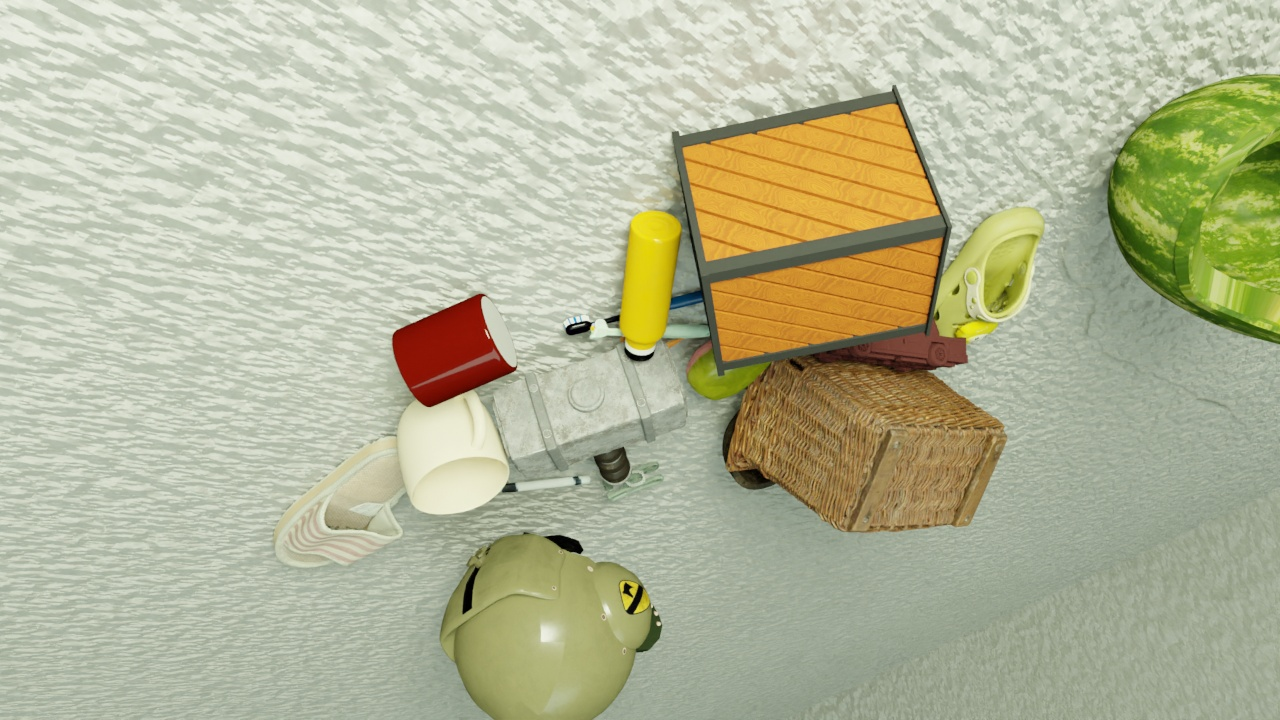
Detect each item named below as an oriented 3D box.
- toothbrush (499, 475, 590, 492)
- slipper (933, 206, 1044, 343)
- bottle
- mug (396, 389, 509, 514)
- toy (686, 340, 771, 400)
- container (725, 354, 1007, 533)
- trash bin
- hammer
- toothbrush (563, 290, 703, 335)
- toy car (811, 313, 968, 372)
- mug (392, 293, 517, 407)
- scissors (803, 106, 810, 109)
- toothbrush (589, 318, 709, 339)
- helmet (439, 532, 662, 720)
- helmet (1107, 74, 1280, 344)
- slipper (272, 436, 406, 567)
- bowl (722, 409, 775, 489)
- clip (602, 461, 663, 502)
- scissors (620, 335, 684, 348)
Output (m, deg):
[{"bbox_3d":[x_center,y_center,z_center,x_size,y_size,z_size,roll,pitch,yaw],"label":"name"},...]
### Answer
[{"bbox_3d":[-0.147,0.154,1.096,0.186,0.017,0.012,-3,165,-24],"label":"toothbrush"},{"bbox_3d":[0.369,-0.075,0.962,0.091,0.081,0.191,-10,145,-18],"label":"slipper"},{"bbox_3d":[0.006,-0.060,0.804,0.043,0.043,0.144,-9,136,-16],"label":"bottle"},{"bbox_3d":[-0.180,0.073,0.880,0.096,0.099,0.120,4,135,-36],"label":"mug"},{"bbox_3d":[0.101,-0.001,0.959,0.110,0.051,0.090,-33,148,17],"label":"toy"},{"bbox_3d":[0.256,0.090,1.008,0.249,0.183,0.162,3,114,-31],"label":"container"},{"bbox_3d":[0.128,-0.097,0.719,0.172,0.139,0.140,-11,148,4],"label":"trash bin"},{"bbox_3d":[-0.039,0.089,0.993,0.177,0.079,0.327,-18,158,-3],"label":"hammer"},{"bbox_3d":[0.009,-0.050,0.873,0.167,0.014,0.014,-14,148,-9],"label":"toothbrush"},{"bbox_3d":[0.259,-0.026,0.961,0.169,0.061,0.070,6,170,-25],"label":"toy car"},{"bbox_3d":[-0.157,-0.008,0.806,0.082,0.073,0.105,-23,176,6],"label":"mug"},{"bbox_3d":[0.156,-0.161,0.775,0.133,0.019,0.146,2,147,-23],"label":"scissors"},{"bbox_3d":[0.014,-0.029,0.888,0.154,0.015,0.022,-1,124,-41],"label":"toothbrush"},{"bbox_3d":[-0.120,0.318,1.115,0.251,0.255,0.232,-38,147,25],"label":"helmet"},{"bbox_3d":[0.543,-0.138,0.808,0.242,0.247,0.214,-42,157,-62],"label":"helmet"},{"bbox_3d":[-0.310,0.169,1.001,0.115,0.052,0.264,16,134,-41],"label":"slipper"},{"bbox_3d":[0.144,0.089,1.102,0.121,0.056,0.121,-17,127,-25],"label":"bowl"},{"bbox_3d":[-0.009,0.152,1.155,0.076,0.044,0.023,-20,153,2],"label":"clip"},{"bbox_3d":[-0.010,0.006,0.949,0.131,0.011,0.125,-20,149,2],"label":"scissors"}]
